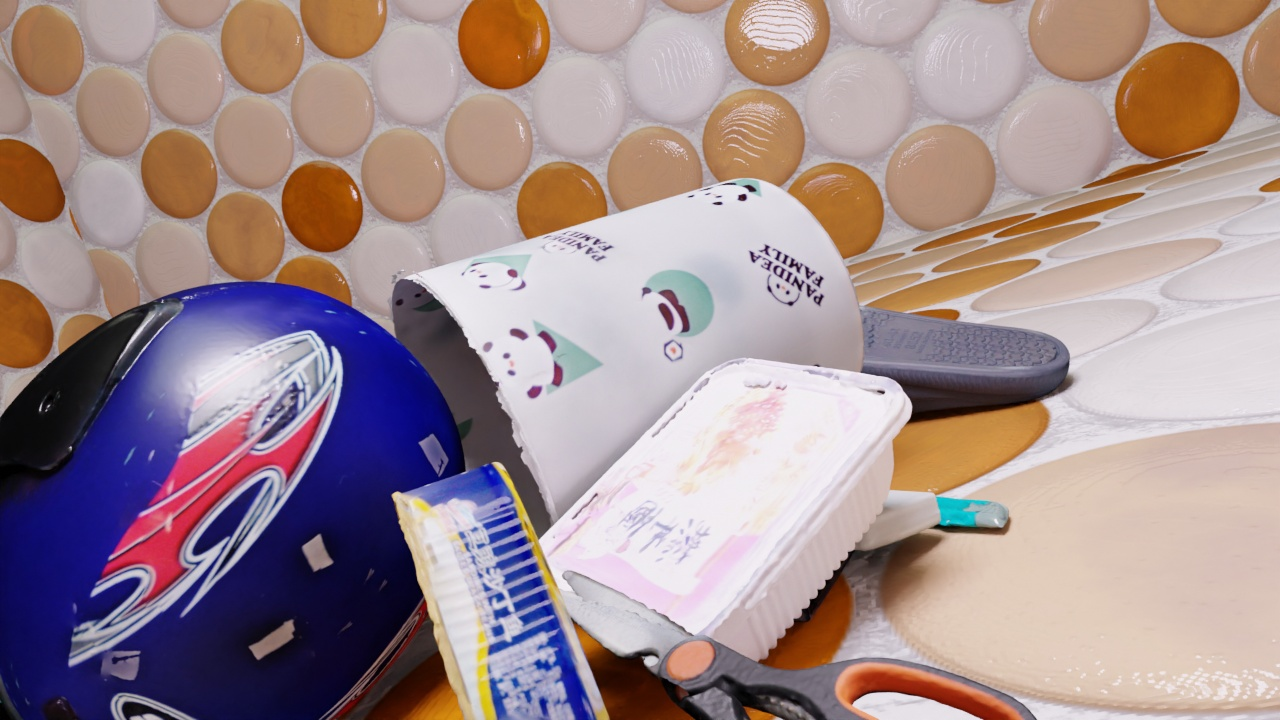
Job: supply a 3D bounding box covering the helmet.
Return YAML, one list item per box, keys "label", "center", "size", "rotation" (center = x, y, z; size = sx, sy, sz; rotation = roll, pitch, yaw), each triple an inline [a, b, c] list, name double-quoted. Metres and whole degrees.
- label: "helmet"
  center: [-0.239, 0.105, 0.508]
  size: [0.241, 0.247, 0.314]
  rotation: [15, 60, 46]

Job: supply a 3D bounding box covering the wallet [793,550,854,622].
- label: "wallet"
  center: [0.049, 0.120, 0.501]
  size: [0.123, 0.020, 0.096]
  rotation: [-12, 9, 31]

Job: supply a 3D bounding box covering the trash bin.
- label: "trash bin"
  center: [-0.004, 0.004, 0.620]
  size: [0.251, 0.229, 0.230]
  rotation: [-25, 9, -23]

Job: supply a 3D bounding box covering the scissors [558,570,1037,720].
- label: "scissors"
  center: [0.040, 0.111, 0.332]
  size: [0.143, 0.022, 0.235]
  rotation: [-26, 24, -6]

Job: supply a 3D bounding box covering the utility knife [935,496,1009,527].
- label: "utility knife"
  center: [0.128, 0.087, 0.561]
  size: [0.029, 0.013, 0.224]
  rotation: [-24, 8, -33]

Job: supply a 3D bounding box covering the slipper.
- label: "slipper"
  center: [0.202, 0.014, 0.750]
  size: [0.269, 0.083, 0.110]
  rotation: [7, 28, 32]

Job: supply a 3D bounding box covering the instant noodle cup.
- label: "instant noodle cup"
  center: [0.045, 0.078, 0.452]
  size: [0.173, 0.060, 0.138]
  rotation: [-45, 30, -24]

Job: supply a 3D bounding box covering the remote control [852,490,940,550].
- label: "remote control"
  center: [0.098, 0.086, 0.528]
  size: [0.058, 0.021, 0.150]
  rotation: [-12, 2, -31]

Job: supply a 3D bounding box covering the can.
- label: "can"
  center: [-0.056, 0.111, 0.371]
  size: [0.049, 0.148, 0.075]
  rotation: [-18, -33, -17]
